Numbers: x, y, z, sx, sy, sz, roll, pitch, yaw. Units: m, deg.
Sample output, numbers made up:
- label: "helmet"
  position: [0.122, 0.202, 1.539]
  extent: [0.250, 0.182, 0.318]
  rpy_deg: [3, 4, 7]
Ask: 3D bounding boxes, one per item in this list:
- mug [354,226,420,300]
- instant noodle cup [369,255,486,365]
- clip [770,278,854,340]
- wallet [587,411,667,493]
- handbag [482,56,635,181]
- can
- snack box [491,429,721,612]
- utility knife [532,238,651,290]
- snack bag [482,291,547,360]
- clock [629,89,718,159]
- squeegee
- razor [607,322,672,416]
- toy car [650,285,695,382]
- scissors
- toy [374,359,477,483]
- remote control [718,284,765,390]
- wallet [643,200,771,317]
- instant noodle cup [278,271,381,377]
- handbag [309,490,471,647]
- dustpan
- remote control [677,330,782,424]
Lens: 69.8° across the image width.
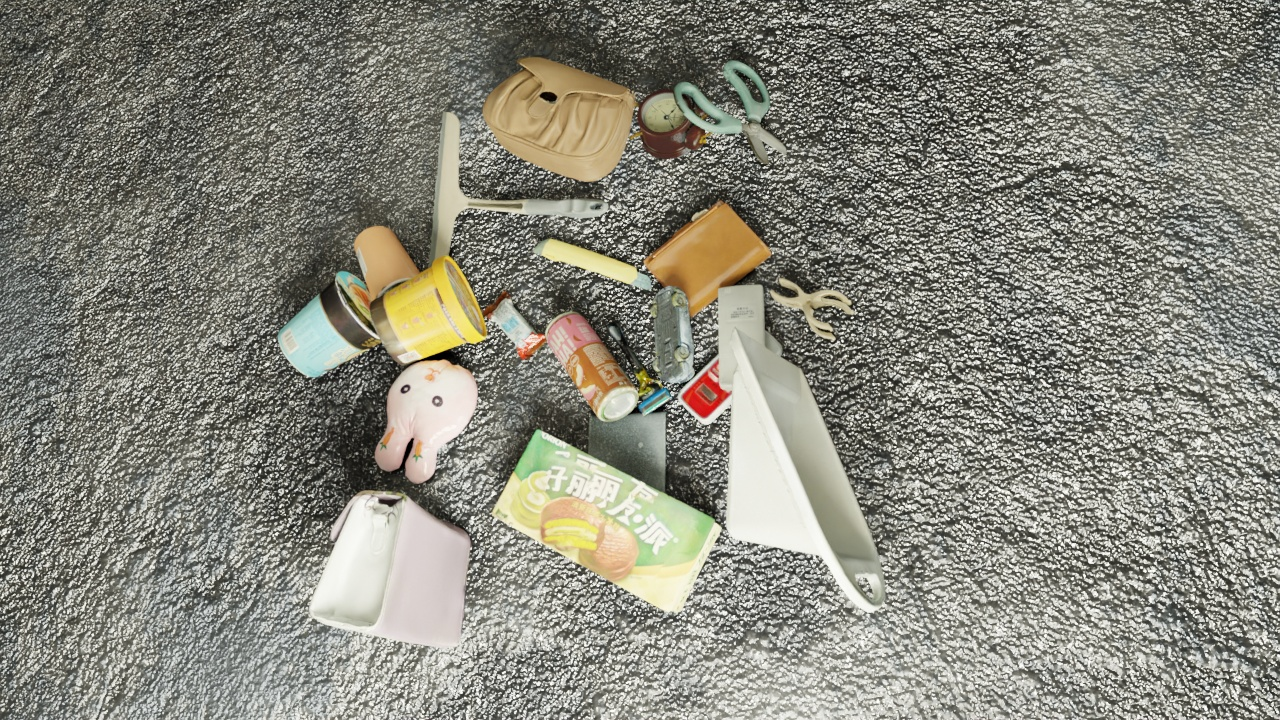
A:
- label: "mug"
  position: [-0.345, -0.123, 1.255]
  extent: [0.078, 0.078, 0.122]
  rpy_deg: [-34, 59, 0]
- label: "instant noodle cup"
  position: [-0.275, -0.058, 1.182]
  extent: [0.114, 0.118, 0.118]
  rpy_deg: [-25, 65, 3]
- label: "clip"
  position: [0.201, -0.056, 1.104]
  extent: [0.104, 0.035, 0.089]
  rpy_deg: [9, 70, 23]
- label: "wallet"
  position: [-0.016, 0.121, 1.099]
  extent: [0.097, 0.019, 0.120]
  rpy_deg: [-3, 70, 13]
- label: "handbag"
  position: [-0.112, -0.340, 1.264]
  extent: [0.204, 0.100, 0.147]
  rpy_deg: [25, 75, 19]
- label: "can"
  position: [-0.061, 0.006, 1.124]
  extent: [0.058, 0.058, 0.147]
  rpy_deg: [-36, 56, -2]
- label: "snack box"
  position: [-0.039, 0.181, 1.044]
  extent: [0.240, 0.063, 0.114]
  rpy_deg: [25, 81, 18]
- label: "utility knife"
  position: [-0.062, -0.128, 1.211]
  extent: [0.175, 0.019, 0.031]
  rpy_deg: [20, 79, 22]
- label: "snack bag"
  position: [-0.165, -0.046, 1.200]
  extent: [0.045, 0.026, 0.105]
  rpy_deg: [-45, 64, 4]
- label: "clock"
  position: [0.049, -0.320, 1.238]
  extent: [0.122, 0.055, 0.082]
  rpy_deg: [3, 69, 14]
- label: "squeegee"
  position: [-0.162, -0.214, 1.260]
  extent: [0.247, 0.039, 0.246]
  rpy_deg: [4, 87, 10]
- label: "razor"
  position: [-0.007, 0.007, 1.140]
  extent: [0.043, 0.022, 0.142]
  rpy_deg: [-35, 58, 7]
- label: "toy car"
  position: [0.041, -0.032, 1.125]
  extent: [0.054, 0.036, 0.120]
  rpy_deg: [-27, 63, 51]
- label: "scissors"
  position: [0.114, -0.326, 1.211]
  extent: [0.176, 0.019, 0.174]
  rpy_deg: [-7, 68, -22]
- label: "toy"
  position: [-0.275, 0.074, 1.168]
  extent: [0.121, 0.054, 0.159]
  rpy_deg: [16, 78, 21]
- label: "remote control"
  position: [0.121, -0.028, 1.098]
  extent: [0.056, 0.019, 0.135]
  rpy_deg: [-4, 65, 11]
- label: "wallet"
  position: [0.083, -0.131, 1.167]
  extent: [0.132, 0.031, 0.108]
  rpy_deg: [-39, 68, -3]
- label: "instant noodle cup"
  position: [-0.412, -0.040, 1.227]
  extent: [0.120, 0.111, 0.111]
  rpy_deg: [-34, 64, 9]
- label: "handbag"
  position: [-0.266, 0.235, 1.019]
  extent: [0.098, 0.197, 0.144]
  rpy_deg: [9, 71, 17]
- label: "dustpan"
  position: [0.185, 0.117, 0.943]
  extent: [0.143, 0.222, 0.257]
  rpy_deg: [3, 80, 28]
- label: "remote control"
  position: [0.108, 0.015, 1.107]
  extent: [0.136, 0.020, 0.056]
  rpy_deg: [-43, 64, -4]
